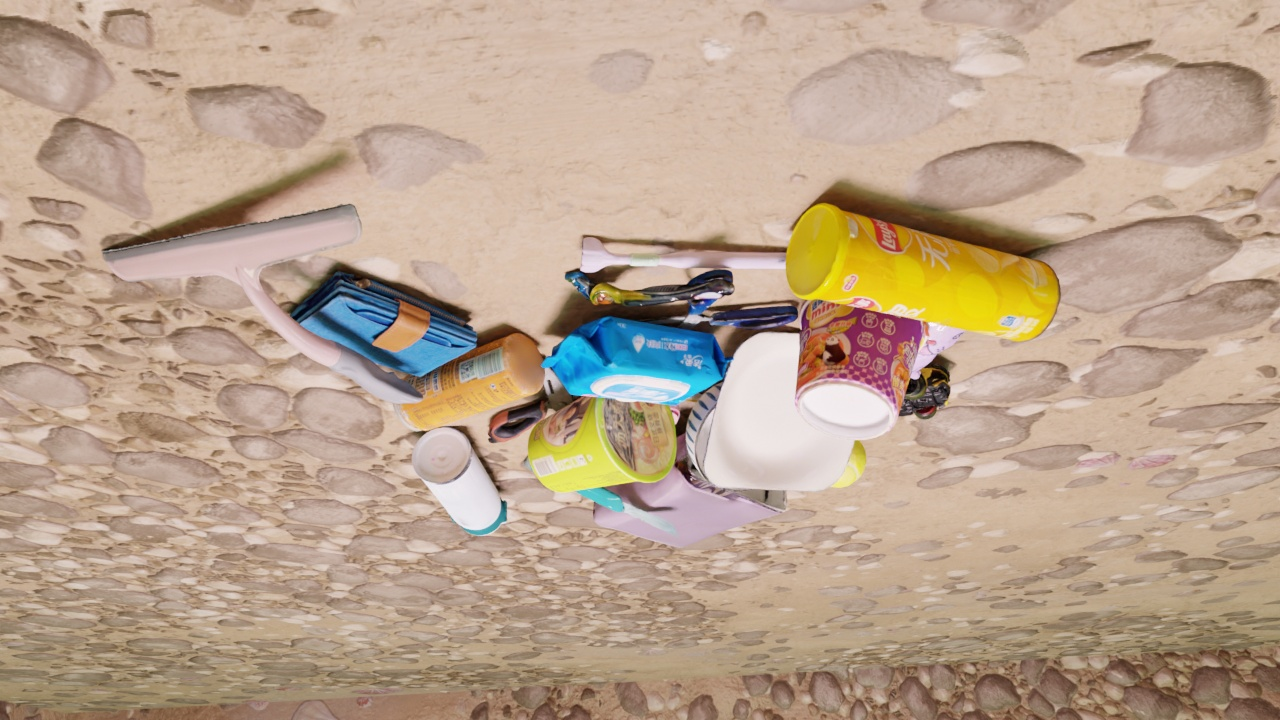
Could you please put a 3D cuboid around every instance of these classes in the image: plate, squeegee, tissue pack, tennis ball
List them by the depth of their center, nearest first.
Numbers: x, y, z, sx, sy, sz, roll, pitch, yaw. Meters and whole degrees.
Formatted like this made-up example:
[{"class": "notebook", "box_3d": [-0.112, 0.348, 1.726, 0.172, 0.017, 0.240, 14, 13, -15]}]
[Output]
[{"class": "squeegee", "box_3d": [-0.252, -0.016, 0.733, 0.248, 0.040, 0.249, -6, 148, 25]}, {"class": "tissue pack", "box_3d": [-0.005, 0.005, 0.819, 0.157, 0.052, 0.095, 9, 159, -25]}, {"class": "plate", "box_3d": [0.140, 0.047, 0.886, 0.164, 0.034, 0.164, 6, 109, -22]}, {"class": "tennis ball", "box_3d": [0.227, 0.113, 1.056, 0.065, 0.065, 0.066, -2, 152, -1]}]

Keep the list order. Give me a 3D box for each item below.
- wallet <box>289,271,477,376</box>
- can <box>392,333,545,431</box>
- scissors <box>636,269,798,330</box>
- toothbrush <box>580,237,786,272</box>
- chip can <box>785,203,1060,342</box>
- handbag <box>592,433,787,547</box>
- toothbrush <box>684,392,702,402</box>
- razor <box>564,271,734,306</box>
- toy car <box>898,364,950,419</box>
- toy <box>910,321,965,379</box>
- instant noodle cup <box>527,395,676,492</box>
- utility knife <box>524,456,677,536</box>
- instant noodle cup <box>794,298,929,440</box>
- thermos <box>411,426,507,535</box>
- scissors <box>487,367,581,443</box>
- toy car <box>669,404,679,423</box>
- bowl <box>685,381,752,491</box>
[{"class": "wallet", "box_3d": [-0.220, -0.026, 0.788, 0.133, 0.040, 0.107, 22, 148, -38]}, {"class": "can", "box_3d": [-0.162, 0.022, 0.859, 0.146, 0.058, 0.058, -19, 148, 28]}, {"class": "scissors", "box_3d": [0.057, -0.039, 0.798, 0.162, 0.012, 0.173, 2, 160, -18]}, {"class": "toothbrush", "box_3d": [0.047, -0.080, 0.723, 0.189, 0.021, 0.029, 1, 120, -8]}, {"class": "chip can", "box_3d": [0.220, -0.064, 0.712, 0.213, 0.072, 0.072, 10, 150, -23]}, {"class": "handbag", "box_3d": [0.053, 0.146, 1.067, 0.144, 0.098, 0.198, 13, 151, -30]}, {"class": "toothbrush", "box_3d": [0.078, 0.051, 0.976, 0.016, 0.018, 0.191, -27, 144, 36]}, {"class": "razor", "box_3d": [0.008, -0.053, 0.731, 0.143, 0.022, 0.042, 2, 159, 28]}, {"class": "toy car", "box_3d": [0.237, 0.038, 0.938, 0.156, 0.041, 0.071, -13, 151, 25]}, {"class": "toy", "box_3d": [0.247, -0.020, 0.832, 0.084, 0.038, 0.108, 14, 150, -16]}, {"class": "instant noodle cup", "box_3d": [-0.045, 0.080, 0.913, 0.124, 0.111, 0.111, -23, 146, 39]}, {"class": "utility knife", "box_3d": [-0.049, 0.153, 1.051, 0.223, 0.013, 0.029, 21, 128, 30]}, {"class": "instant noodle cup", "box_3d": [0.181, 0.006, 0.781, 0.111, 0.099, 0.112, 14, 144, 10]}, {"class": "thermos", "box_3d": [-0.213, 0.154, 1.098, 0.073, 0.073, 0.224, -3, 153, 2]}, {"class": "scissors", "box_3d": [-0.087, 0.053, 0.970, 0.228, 0.015, 0.189, -25, 146, 35]}, {"class": "toy car", "box_3d": [0.004, 0.073, 0.993, 0.056, 0.037, 0.123, 8, 152, -16]}, {"class": "bowl", "box_3d": [0.097, 0.068, 0.937, 0.116, 0.066, 0.116, -7, 113, -18]}]
